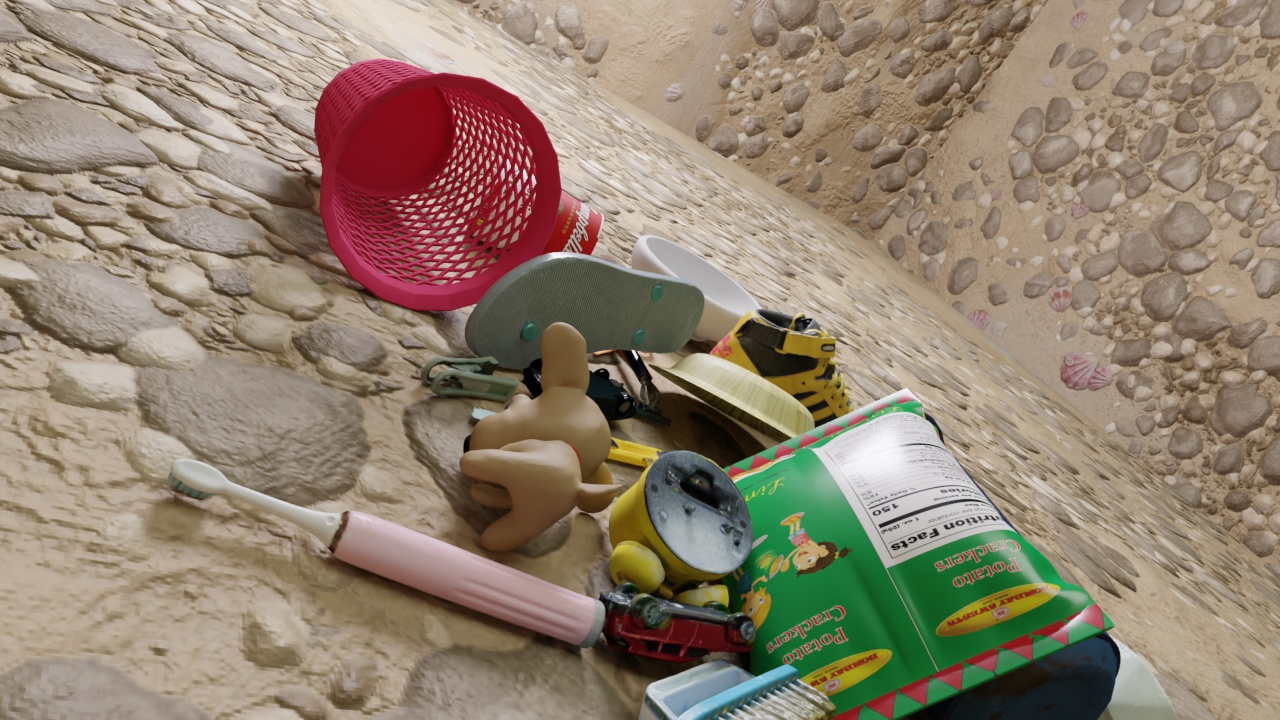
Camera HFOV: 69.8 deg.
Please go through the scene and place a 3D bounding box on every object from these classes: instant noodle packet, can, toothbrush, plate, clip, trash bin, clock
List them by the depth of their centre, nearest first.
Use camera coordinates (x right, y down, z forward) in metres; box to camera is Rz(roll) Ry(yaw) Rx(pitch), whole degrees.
[{"bbox_3d":[-0.118,0.095,0.450,0.222,0.027,0.027,26,41,-20],"label":"toothbrush"},{"bbox_3d":[0.023,0.113,0.568,0.083,0.057,0.118,30,43,-20],"label":"clock"},{"bbox_3d":[0.138,0.121,0.595,0.252,0.195,0.090,-111,176,-60],"label":"instant noodle packet"},{"bbox_3d":[-0.117,0.017,0.650,0.050,0.023,0.078,37,17,13],"label":"clip"},{"bbox_3d":[0.224,0.159,0.681,0.139,0.139,0.249,23,23,-29],"label":"trash bin"},{"bbox_3d":[0.096,0.033,0.828,0.184,0.036,0.184,29,-3,2],"label":"plate"},{"bbox_3d":[-0.110,-0.142,0.951,0.116,0.087,0.086,27,20,-19],"label":"can"}]

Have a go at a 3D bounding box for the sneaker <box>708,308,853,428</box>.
[{"bbox_3d":[0.182,0.031,0.949,0.238,0.122,0.086,28,21,-12],"label":"sneaker"}]

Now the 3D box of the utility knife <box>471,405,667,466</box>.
[{"bbox_3d":[-0.043,0.060,0.679,0.191,0.018,0.030,15,17,-36],"label":"utility knife"}]

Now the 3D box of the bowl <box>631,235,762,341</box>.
[{"bbox_3d":[0.057,-0.073,1.083,0.176,0.066,0.176,30,19,-12],"label":"bowl"}]

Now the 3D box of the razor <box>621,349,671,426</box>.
[{"bbox_3d":[-0.005,0.005,0.843,0.042,0.022,0.144,23,27,-31],"label":"razor"}]

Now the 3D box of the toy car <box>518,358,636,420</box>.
[{"bbox_3d":[-0.048,0.027,0.717,0.112,0.034,0.046,10,30,-51],"label":"toy car"}]

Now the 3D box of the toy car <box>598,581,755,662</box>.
[{"bbox_3d":[0.020,0.146,0.507,0.091,0.036,0.042,10,-5,-18],"label":"toy car"}]

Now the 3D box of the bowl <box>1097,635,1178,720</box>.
[{"bbox_3d":[0.323,0.262,0.661,0.061,0.118,0.117,-13,35,-11],"label":"bowl"}]

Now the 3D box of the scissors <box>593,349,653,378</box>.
[{"bbox_3d":[-0.027,-0.024,0.911,0.128,0.011,0.125,36,21,9],"label":"scissors"}]

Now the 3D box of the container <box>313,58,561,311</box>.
[{"bbox_3d":[-0.194,-0.171,0.779,0.183,0.183,0.226,20,16,-35],"label":"container"}]

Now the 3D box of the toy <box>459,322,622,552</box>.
[{"bbox_3d":[-0.058,0.059,0.543,0.106,0.134,0.108,-8,21,7],"label":"toy"}]

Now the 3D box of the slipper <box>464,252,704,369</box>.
[{"bbox_3d":[-0.043,-0.050,0.783,0.268,0.098,0.055,-4,33,-47],"label":"slipper"}]

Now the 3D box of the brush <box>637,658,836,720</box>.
[{"bbox_3d":[0.032,0.183,0.440,0.075,0.055,0.135,19,8,35],"label":"brush"}]
